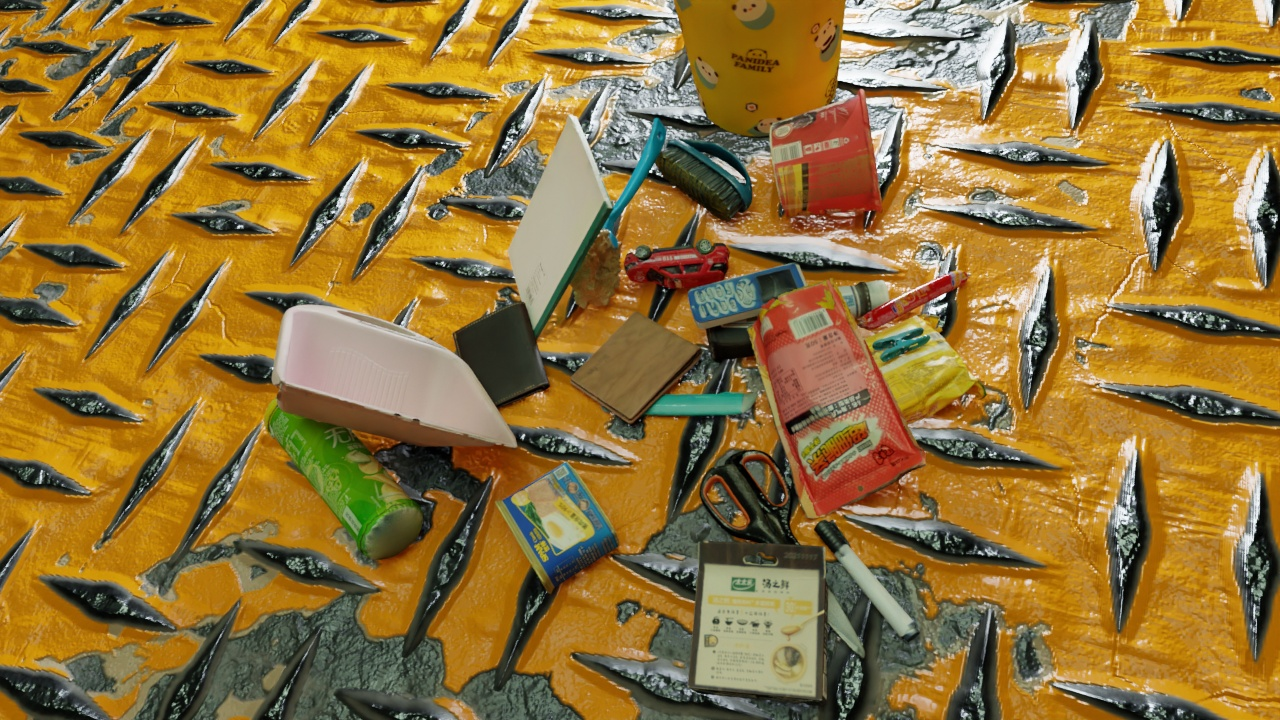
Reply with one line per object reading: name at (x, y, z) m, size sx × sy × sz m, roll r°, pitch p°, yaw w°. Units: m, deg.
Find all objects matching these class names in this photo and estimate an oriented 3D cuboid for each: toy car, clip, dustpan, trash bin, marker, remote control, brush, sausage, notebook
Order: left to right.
dustpan at (-0.255, 0.000, 0.916) m, size 0.274 × 0.222 × 0.138 m, roll -11°, pitch 63°, yaw 57°
notebook at (-0.097, -0.145, 1.025) m, size 0.012 × 0.210 × 0.150 m, roll 4°, pitch 49°, yaw -31°
brush at (-0.021, -0.176, 1.067) m, size 0.046 × 0.083 × 0.254 m, roll 9°, pitch 67°, yaw 39°
toy car at (0.041, -0.107, 1.041) m, size 0.120 × 0.053 × 0.045 m, roll -3°, pitch 72°, yaw 6°
brush at (0.083, -0.227, 1.110) m, size 0.073 × 0.055 × 0.144 m, roll -40°, pitch 57°, yaw -14°
remote control at (0.114, -0.066, 0.961) m, size 0.125 × 0.024 × 0.049 m, roll -14°, pitch 53°, yaw 2°
trash bin at (0.146, -0.428, 1.109) m, size 0.230 × 0.255 × 0.229 m, roll -6°, pitch 55°, yaw 8°
marker at (0.203, 0.195, 0.825) m, size 0.022 × 0.018 × 0.130 m, roll -27°, pitch 54°, yaw -17°
clip at (0.258, -0.017, 0.906) m, size 0.057 × 0.014 × 0.046 m, roll -22°, pitch 47°, yaw -5°
sausage at (0.288, -0.065, 0.962) m, size 0.155 × 0.020 × 0.020 m, roll -25°, pitch 54°, yaw -21°

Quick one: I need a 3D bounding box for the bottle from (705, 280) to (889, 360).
bottle at (0.166, -0.051, 0.983) m, size 0.195 × 0.044 × 0.079 m, roll -11°, pitch 55°, yaw 5°

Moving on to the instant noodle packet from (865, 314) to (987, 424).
instant noodle packet at (0.263, 0.014, 0.917) m, size 0.128 × 0.044 × 0.110 m, roll -20°, pitch 53°, yaw -4°

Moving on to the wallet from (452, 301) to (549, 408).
wallet at (-0.160, -0.002, 1.034) m, size 0.096 × 0.020 × 0.122 m, roll -24°, pitch 55°, yaw 6°

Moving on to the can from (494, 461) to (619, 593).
can at (-0.080, 0.159, 0.889) m, size 0.083 × 0.057 × 0.102 m, roll -31°, pitch 56°, yaw -12°

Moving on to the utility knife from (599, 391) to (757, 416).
utility knife at (0.038, 0.046, 0.965) m, size 0.171 × 0.013 × 0.029 m, roll -1°, pitch 54°, yaw 16°

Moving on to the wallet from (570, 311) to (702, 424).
wallet at (-0.006, 0.006, 0.991) m, size 0.101 × 0.020 × 0.115 m, roll 31°, pitch 67°, yaw 36°

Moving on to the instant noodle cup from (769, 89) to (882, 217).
instant noodle cup at (0.210, -0.228, 1.040) m, size 0.109 × 0.138 × 0.137 m, roll -8°, pitch 55°, yaw 17°

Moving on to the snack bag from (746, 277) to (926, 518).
snack bag at (0.178, 0.033, 0.879) m, size 0.129 × 0.073 × 0.207 m, roll -32°, pitch 65°, yaw 29°

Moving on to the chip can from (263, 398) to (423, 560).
chip can at (-0.311, 0.116, 0.959) m, size 0.072 × 0.073 × 0.221 m, roll -41°, pitch 58°, yaw -15°

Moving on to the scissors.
scissors at (0.150, 0.169, 0.851) m, size 0.235 × 0.022 × 0.124 m, roll 34°, pitch 69°, yaw 29°

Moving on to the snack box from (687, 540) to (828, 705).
snack box at (0.104, 0.226, 0.793) m, size 0.113 × 0.053 × 0.125 m, roll 0°, pitch 64°, yaw 16°
